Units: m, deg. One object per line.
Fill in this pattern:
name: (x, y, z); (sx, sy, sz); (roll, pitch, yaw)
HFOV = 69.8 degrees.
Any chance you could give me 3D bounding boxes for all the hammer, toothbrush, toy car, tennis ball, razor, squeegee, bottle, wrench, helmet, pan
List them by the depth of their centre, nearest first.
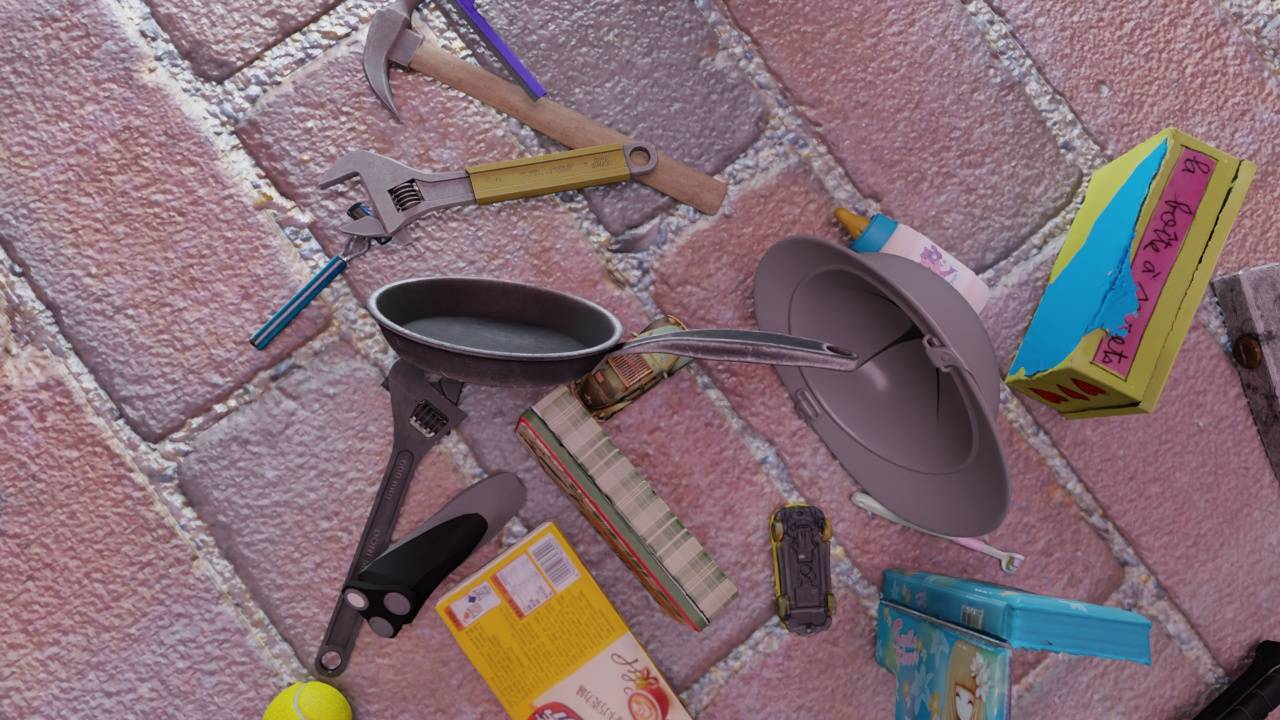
pan: (-0.024, -0.015, 0.674); (0.357, 0.187, 0.055); (12, 109, 6)
tennis ball: (-0.249, 0.274, 0.685); (0.065, 0.065, 0.065); (1, 83, -5)
razor: (-0.154, 0.144, 0.716); (0.155, 0.060, 0.057); (-44, 110, -28)
helmet: (0.214, -0.002, 0.723); (0.117, 0.184, 0.271); (-36, 91, -30)
hammer: (0.413, 0.332, 0.724); (0.332, 0.118, 0.025); (-33, 89, -13)
wrench: (-0.203, 0.117, 0.731); (0.073, 0.018, 0.273); (20, 84, -12)
toy car: (-0.004, 0.005, 0.747); (0.112, 0.047, 0.047); (-35, 84, -8)
razor: (-0.263, -0.063, 0.747); (0.042, 0.022, 0.144); (43, 87, 4)
wrench: (-0.120, -0.148, 0.748); (0.273, 0.018, 0.083); (-12, 83, -7)
toy car: (0.132, 0.170, 0.749); (0.049, 0.030, 0.107); (0, 81, -7)
toothbrush: (0.248, 0.143, 0.770); (0.155, 0.015, 0.022); (22, 123, -2)
bottle: (0.224, -0.084, 0.776); (0.146, 0.051, 0.051); (36, 81, 0)
squeegee: (-0.095, -0.365, 0.779); (0.184, 0.055, 0.249); (-38, 85, -19)
hammer: (-0.079, -0.207, 0.782); (0.331, 0.031, 0.119); (26, 82, -5)
hammer: (0.679, -0.002, 0.815); (0.300, 0.037, 0.217); (-13, 85, -7)

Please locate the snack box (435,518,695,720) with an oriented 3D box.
snack box: (-0.048, 0.247, 0.708); (0.110, 0.062, 0.230); (-35, 87, -8)

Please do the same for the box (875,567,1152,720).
box: (0.247, 0.221, 0.653); (0.098, 0.227, 0.121); (10, 81, -4)

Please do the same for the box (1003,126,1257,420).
box: (0.396, -0.064, 0.755); (0.081, 0.124, 0.220); (25, 80, 0)

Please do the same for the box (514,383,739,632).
box: (-0.016, 0.112, 0.700); (0.049, 0.118, 0.205); (-41, 90, -10)
